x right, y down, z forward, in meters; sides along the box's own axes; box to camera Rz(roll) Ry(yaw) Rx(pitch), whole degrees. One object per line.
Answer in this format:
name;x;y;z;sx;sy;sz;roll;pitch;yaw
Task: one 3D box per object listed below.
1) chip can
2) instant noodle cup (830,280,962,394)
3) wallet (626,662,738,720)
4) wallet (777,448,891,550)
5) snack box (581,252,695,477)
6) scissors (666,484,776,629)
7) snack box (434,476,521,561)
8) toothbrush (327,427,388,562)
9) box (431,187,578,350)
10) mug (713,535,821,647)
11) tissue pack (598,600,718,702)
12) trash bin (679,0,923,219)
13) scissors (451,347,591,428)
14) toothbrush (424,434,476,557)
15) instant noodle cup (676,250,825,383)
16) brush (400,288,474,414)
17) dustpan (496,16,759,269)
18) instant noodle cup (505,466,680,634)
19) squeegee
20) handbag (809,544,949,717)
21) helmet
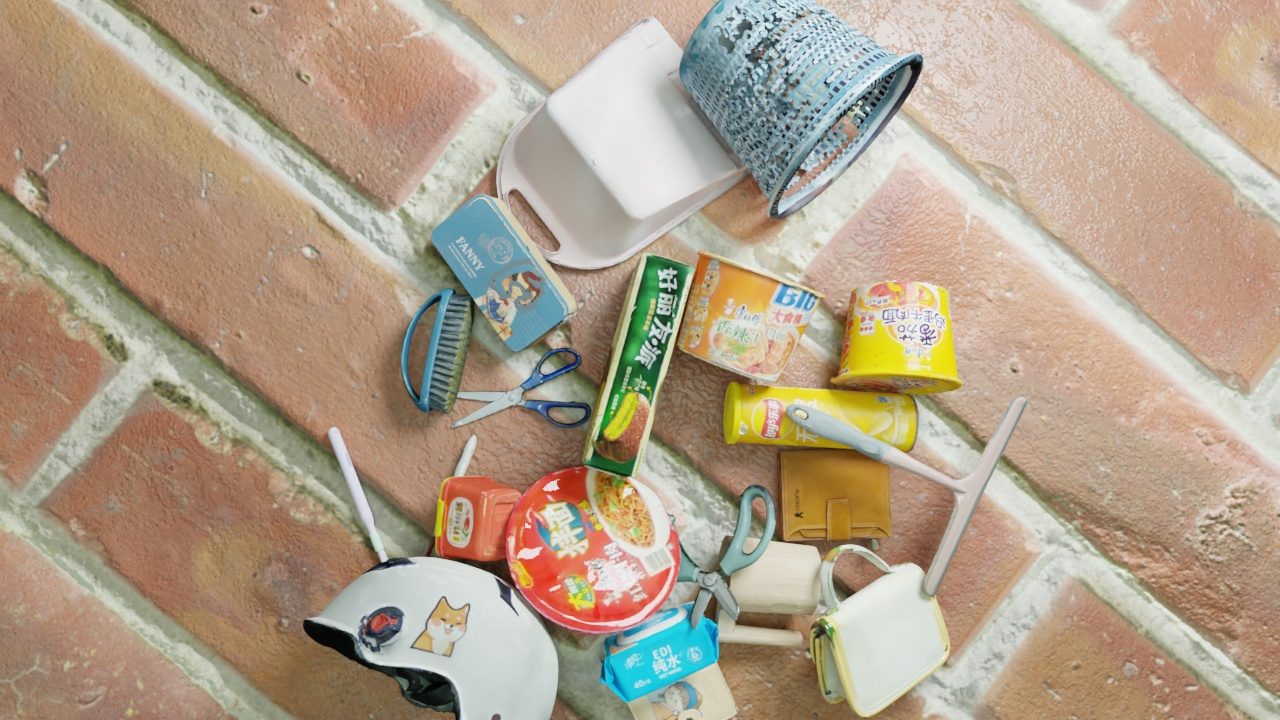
chip can;0.205;0.066;1.057;0.213;0.072;0.072;3;88;-4
instant noodle cup;0.291;-0.025;1.038;0.138;0.138;0.109;4;80;-3
wallet;0.047;0.398;1.064;0.115;0.024;0.087;-24;85;-5
wallet;0.228;0.163;1.077;0.130;0.035;0.119;-2;82;-4
snack box;-0.006;0.006;1.024;0.063;0.114;0.240;15;87;-4
scissors;0.083;0.199;1.012;0.180;0.170;0.019;-47;136;6
snack box;-0.176;0.177;1.019;0.080;0.081;0.091;3;88;40
toothbrush;-0.317;0.164;1.049;0.021;0.029;0.189;-24;89;34
box;-0.155;-0.104;1.036;0.090;0.059;0.184;-38;92;13
mug;0.142;0.265;1.045;0.103;0.084;0.125;6;97;-5
tissue pack;0.019;0.323;1.029;0.140;0.090;0.063;-22;89;-4
trash bin;0.158;-0.302;1.007;0.226;0.226;0.195;-42;78;-4
scissors;-0.137;0.035;1.067;0.165;0.012;0.157;26;89;-1
toothbrush;-0.229;0.172;1.057;0.017;0.016;0.187;22;88;7
instant noodle cup;0.115;-0.046;1.022;0.151;0.151;0.111;20;95;-3
brush;-0.233;-0.012;1.040;0.073;0.055;0.144;11;88;0
dustpan;-0.030;-0.241;1.082;0.272;0.139;0.222;-36;90;-32
instant noodle cup;-0.055;0.216;1.011;0.193;0.066;0.193;7;54;-10
squeegee;0.274;0.106;1.008;0.249;0.040;0.247;25;91;-4
handbag;0.256;0.283;1.029;0.163;0.063;0.179;-20;96;-31
helmet;-0.197;0.294;0.965;0.274;0.230;0.156;27;62;17
